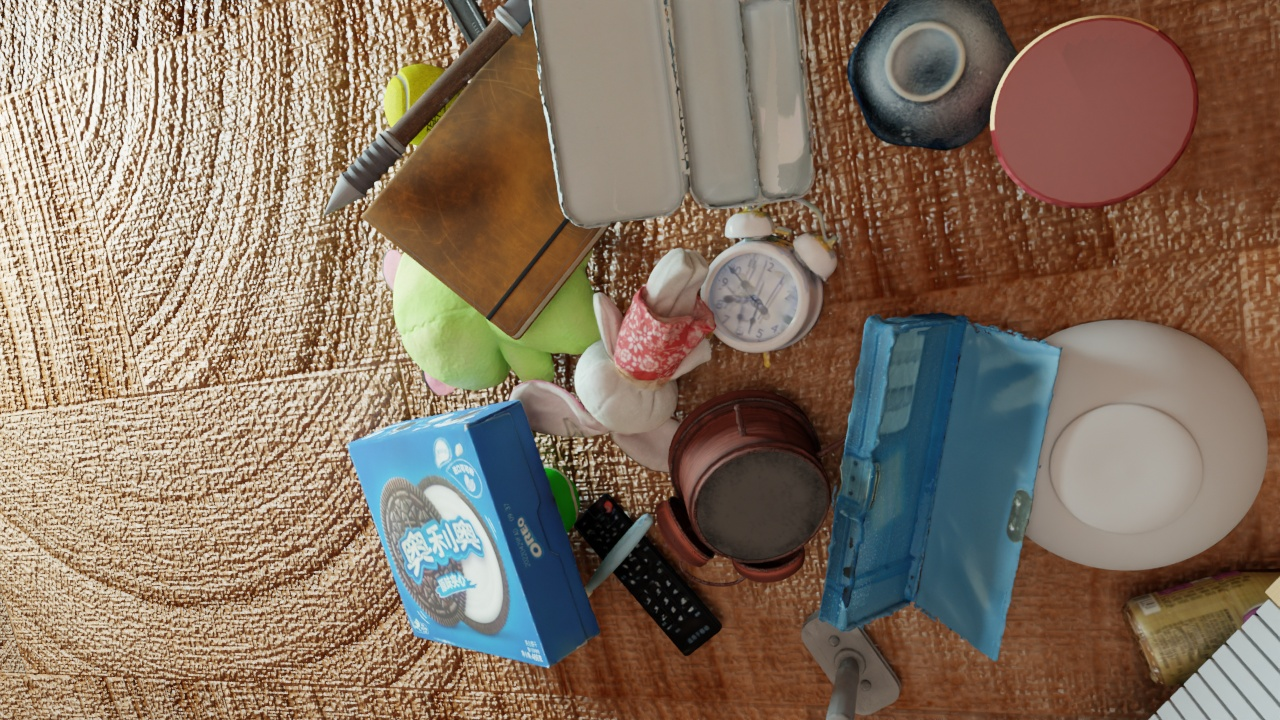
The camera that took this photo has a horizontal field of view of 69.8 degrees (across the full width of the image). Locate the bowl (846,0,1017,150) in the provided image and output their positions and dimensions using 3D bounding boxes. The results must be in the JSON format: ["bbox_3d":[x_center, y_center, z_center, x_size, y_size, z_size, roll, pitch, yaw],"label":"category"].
[{"bbox_3d":[0.192,-0.196,0.611,0.110,0.055,0.110,4,103,21],"label":"bowl"}]

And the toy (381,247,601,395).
[{"bbox_3d":[-0.125,-0.042,0.750,0.197,0.107,0.150,-16,95,14],"label":"toy"}]

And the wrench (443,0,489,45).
[{"bbox_3d":[-0.140,-0.279,0.746,0.073,0.018,0.273,-30,88,22],"label":"wrench"}]

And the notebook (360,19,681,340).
[{"bbox_3d":[-0.070,-0.154,0.692,0.178,0.014,0.249,38,88,15],"label":"notebook"}]

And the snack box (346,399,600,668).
[{"bbox_3d":[-0.149,0.143,0.771,0.239,0.056,0.195,-12,98,51],"label":"snack box"}]

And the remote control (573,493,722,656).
[{"bbox_3d":[0.007,0.182,0.789,0.150,0.022,0.047,49,115,7],"label":"remote control"}]

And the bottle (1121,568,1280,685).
[{"bbox_3d":[0.412,0.164,0.603,0.166,0.059,0.059,-23,93,16],"label":"bottle"}]

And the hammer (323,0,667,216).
[{"bbox_3d":[-0.125,-0.224,0.684,0.322,0.043,0.156,-45,83,5],"label":"hammer"}]

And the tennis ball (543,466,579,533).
[{"bbox_3d":[-0.085,0.124,0.787,0.065,0.065,0.065,5,103,21],"label":"tennis ball"}]

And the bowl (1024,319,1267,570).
[{"bbox_3d":[0.319,0.064,0.612,0.177,0.066,0.177,5,104,21],"label":"bowl"}]

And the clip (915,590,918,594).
[{"bbox_3d":[0.235,0.178,0.701,0.051,0.014,0.043,3,100,24],"label":"clip"}]

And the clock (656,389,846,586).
[{"bbox_3d":[0.078,0.103,0.689,0.120,0.072,0.158,17,113,-14],"label":"clock"}]

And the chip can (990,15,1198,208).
[{"bbox_3d":[0.245,-0.134,0.516,0.087,0.212,0.087,5,103,21],"label":"chip can"}]

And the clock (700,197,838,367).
[{"bbox_3d":[0.095,-0.062,0.684,0.089,0.051,0.125,25,107,16],"label":"clock"}]

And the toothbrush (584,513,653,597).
[{"bbox_3d":[-0.034,0.185,0.786,0.155,0.016,0.022,-54,45,25],"label":"toothbrush"}]

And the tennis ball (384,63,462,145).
[{"bbox_3d":[-0.175,-0.208,0.749,0.065,0.065,0.065,5,103,21],"label":"tennis ball"}]

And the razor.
[{"bbox_3d":[0.155,0.247,0.692,0.047,0.116,0.088,-36,87,19],"label":"razor"}]

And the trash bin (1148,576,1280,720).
[{"bbox_3d":[0.406,0.273,0.547,0.142,0.142,0.247,20,115,-17],"label":"trash bin"}]

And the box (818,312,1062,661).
[{"bbox_3d":[0.204,0.090,0.629,0.112,0.094,0.232,24,113,50],"label":"box"}]

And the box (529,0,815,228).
[{"bbox_3d":[0.023,-0.204,0.639,0.191,0.045,0.209,-10,101,2],"label":"box"}]

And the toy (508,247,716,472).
[{"bbox_3d":[-0.004,0.004,0.686,0.159,0.084,0.195,15,127,-13],"label":"toy"}]
